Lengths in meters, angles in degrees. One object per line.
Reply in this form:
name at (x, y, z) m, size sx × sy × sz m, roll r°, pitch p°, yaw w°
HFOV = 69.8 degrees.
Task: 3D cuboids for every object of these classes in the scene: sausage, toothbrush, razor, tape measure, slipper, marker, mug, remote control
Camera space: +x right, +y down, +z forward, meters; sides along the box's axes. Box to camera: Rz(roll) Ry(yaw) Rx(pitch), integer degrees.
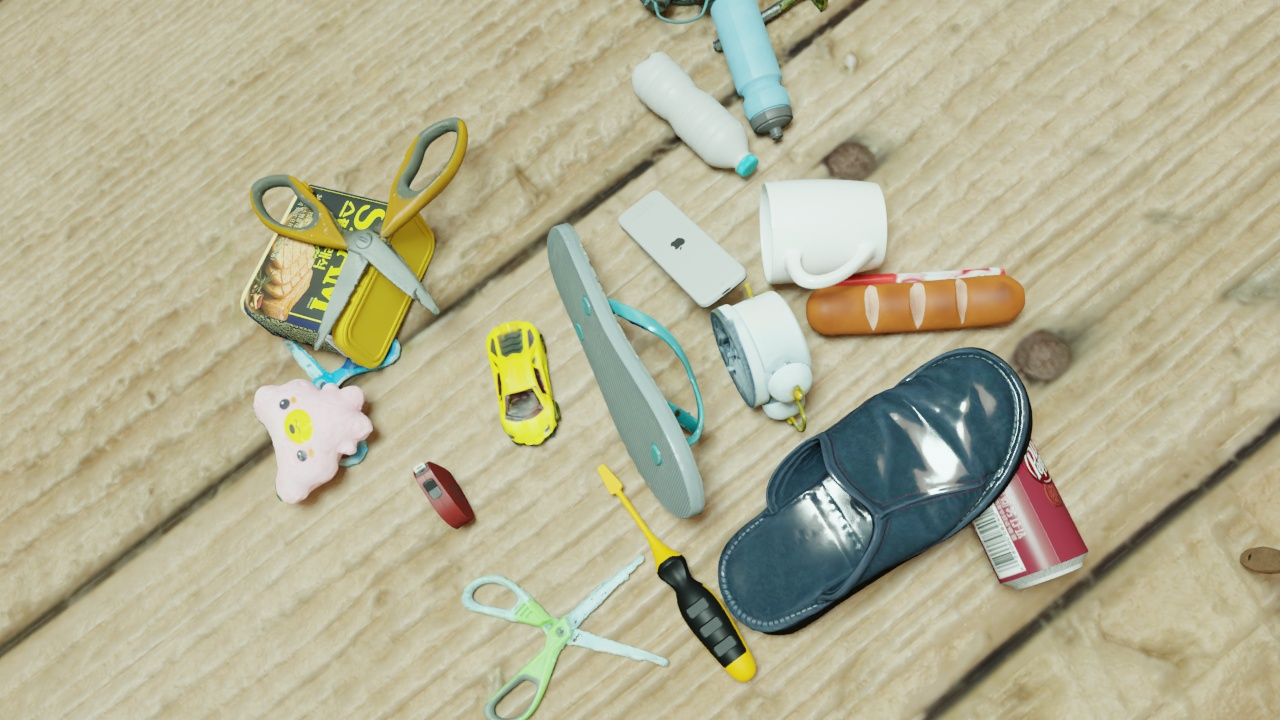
sausage at (0.212, -0.043, 0.716) m, size 0.164 × 0.044 × 0.039 m, roll -4°, pitch 85°, yaw 8°
toothbrush at (0.024, 0.158, 0.700) m, size 0.031 × 0.031 × 0.196 m, roll -38°, pitch 70°, yaw 2°
razor at (0.111, -0.307, 0.819) m, size 0.106 × 0.026 × 0.042 m, roll -32°, pitch 74°, yaw 4°
tape measure at (-0.155, 0.108, 0.725) m, size 0.019 × 0.059 × 0.051 m, roll -34°, pitch 72°, yaw -2°
slipper at (-0.004, 0.004, 0.725) m, size 0.054 × 0.098 × 0.268 m, roll -18°, pitch 63°, yaw -22°
marker at (0.219, -0.066, 0.738) m, size 0.142 × 0.013 × 0.012 m, roll -3°, pitch 74°, yaw 8°
slipper at (0.152, 0.092, 0.635) m, size 0.266 × 0.083 × 0.109 m, roll -42°, pitch 59°, yaw 11°
mug at (0.143, -0.093, 0.713) m, size 0.087 × 0.081 × 0.114 m, roll -4°, pitch 40°, yaw 2°
remote control at (0.031, -0.093, 0.746) m, size 0.045 × 0.008 × 0.146 m, roll -38°, pitch 47°, yaw -2°

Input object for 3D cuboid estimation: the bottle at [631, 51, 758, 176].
bottle at (0.048, -0.209, 0.788) m, size 0.044 × 0.044 × 0.136 m, roll -41°, pitch 73°, yaw -4°

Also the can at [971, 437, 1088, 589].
can at (0.266, 0.101, 0.658) m, size 0.063 × 0.063 × 0.114 m, roll -22°, pitch 72°, yaw 2°

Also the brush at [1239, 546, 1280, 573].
brush at (0.415, 0.128, 0.585) m, size 0.008 × 0.143 × 0.045 m, roll 17°, pitch 86°, yaw 14°

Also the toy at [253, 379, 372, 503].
toy at (-0.266, 0.058, 0.751) m, size 0.093 × 0.050 × 0.102 m, roll -21°, pitch 77°, yaw 4°

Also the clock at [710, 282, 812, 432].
clock at (0.097, 0.003, 0.704) m, size 0.057 × 0.083 × 0.117 m, roll -23°, pitch 71°, yaw -5°

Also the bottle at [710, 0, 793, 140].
bottle at (0.097, -0.250, 0.786) m, size 0.040 × 0.040 × 0.130 m, roll -18°, pitch 84°, yaw 4°

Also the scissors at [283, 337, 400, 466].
scissors at (-0.261, 0.021, 0.793) m, size 0.140 × 0.011 × 0.134 m, roll -42°, pitch 71°, yaw -4°

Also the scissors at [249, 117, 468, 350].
scissors at (-0.218, -0.116, 0.739) m, size 0.225 × 0.016 × 0.229 m, roll 36°, pitch 79°, yaw 23°

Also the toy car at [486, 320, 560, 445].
toy car at (-0.097, 0.019, 0.757) m, size 0.049 × 0.030 × 0.106 m, roll -16°, pitch 74°, yaw 3°

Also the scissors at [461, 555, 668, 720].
scissors at (-0.065, 0.205, 0.707) m, size 0.171 × 0.024 × 0.165 m, roll -45°, pitch 67°, yaw -7°

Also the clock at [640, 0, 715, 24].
clock at (0.040, -0.354, 0.825) m, size 0.090 × 0.053 × 0.124 m, roll 2°, pitch 75°, yaw 10°

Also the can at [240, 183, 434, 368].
can at (-0.256, -0.074, 0.780) m, size 0.104 × 0.075 × 0.135 m, roll 15°, pitch 71°, yaw 15°
